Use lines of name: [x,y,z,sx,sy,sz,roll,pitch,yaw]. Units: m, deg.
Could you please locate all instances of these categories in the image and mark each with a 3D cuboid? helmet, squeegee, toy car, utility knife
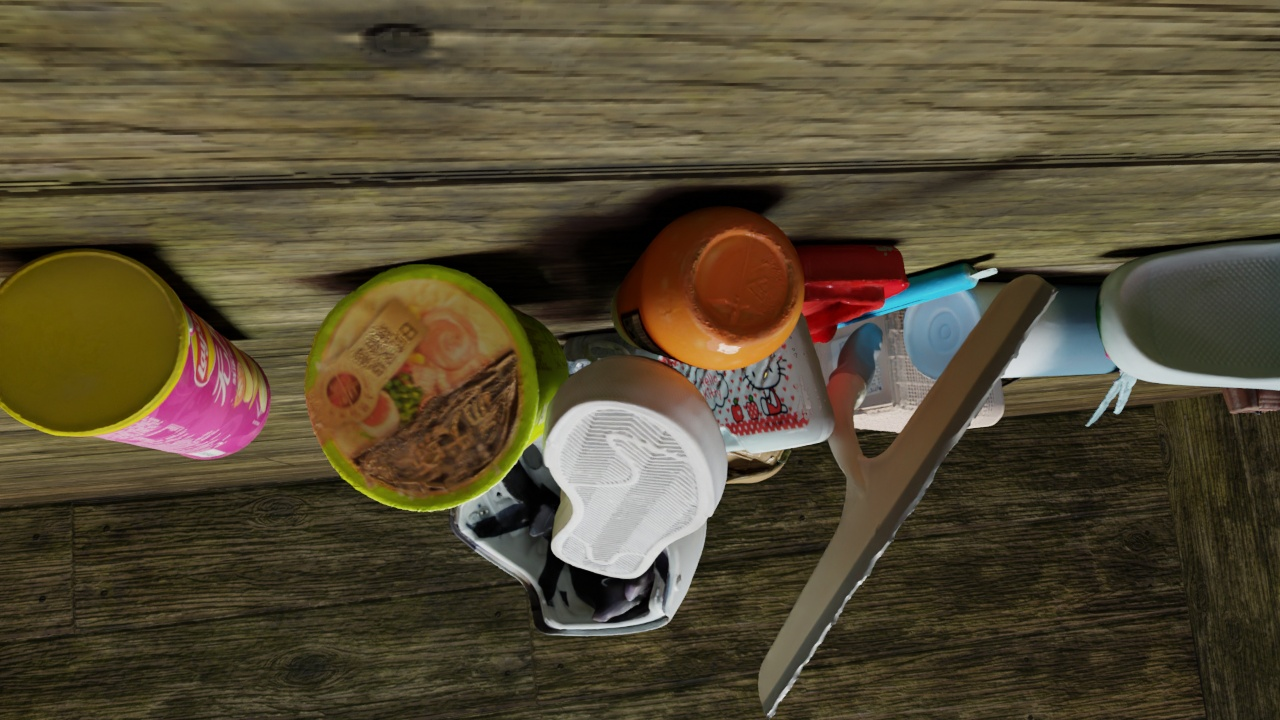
helmet: [-0.045,0.100,0.778,0.230,0.258,0.145,-34,-176,47]
squeegee: [0.120,0.021,0.506,0.039,0.247,0.246,26,-154,2]
toy car: [-0.012,-0.001,0.645,0.090,0.042,0.034,-2,139,7]
utility knife: [0.152,-0.037,0.575,0.034,0.018,0.160,1,168,-39]

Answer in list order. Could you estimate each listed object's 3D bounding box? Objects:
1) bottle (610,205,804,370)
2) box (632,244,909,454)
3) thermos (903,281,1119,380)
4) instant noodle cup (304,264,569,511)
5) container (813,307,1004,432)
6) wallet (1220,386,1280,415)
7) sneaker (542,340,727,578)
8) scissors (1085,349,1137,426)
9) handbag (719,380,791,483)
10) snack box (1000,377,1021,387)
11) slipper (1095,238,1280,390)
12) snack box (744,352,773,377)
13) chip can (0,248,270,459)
bottle: [0.019,-0.027,0.419,0.066,0.066,0.150,-3,179,-16]
box: [0.066,0.007,0.531,0.095,0.101,0.202,-2,172,-20]
thermos: [0.278,-0.020,0.620,0.220,0.070,0.070,-1,171,-30]
instant noodle cup: [-0.090,0.011,0.472,0.112,0.111,0.123,-7,180,10]
container: [0.190,0.006,0.670,0.110,0.090,0.090,3,169,-36]
wallet: [0.431,-0.012,0.651,0.124,0.101,0.032,2,167,-44]
sneaker: [-0.002,0.042,0.486,0.089,0.090,0.243,16,153,0]
scissors: [0.321,0.009,0.614,0.083,0.017,0.138,-15,144,-18]
handbag: [0.079,0.075,0.929,0.148,0.099,0.204,25,177,11]
snack box: [0.295,0.027,0.896,0.113,0.053,0.125,-27,168,6]
slipper: [0.392,-0.029,0.525,0.245,0.104,0.074,0,171,2]
snack box: [0.138,0.001,0.796,0.087,0.033,0.140,-9,170,21]
chip can: [-0.231,0.008,0.440,0.071,0.071,0.211,-4,173,-14]
